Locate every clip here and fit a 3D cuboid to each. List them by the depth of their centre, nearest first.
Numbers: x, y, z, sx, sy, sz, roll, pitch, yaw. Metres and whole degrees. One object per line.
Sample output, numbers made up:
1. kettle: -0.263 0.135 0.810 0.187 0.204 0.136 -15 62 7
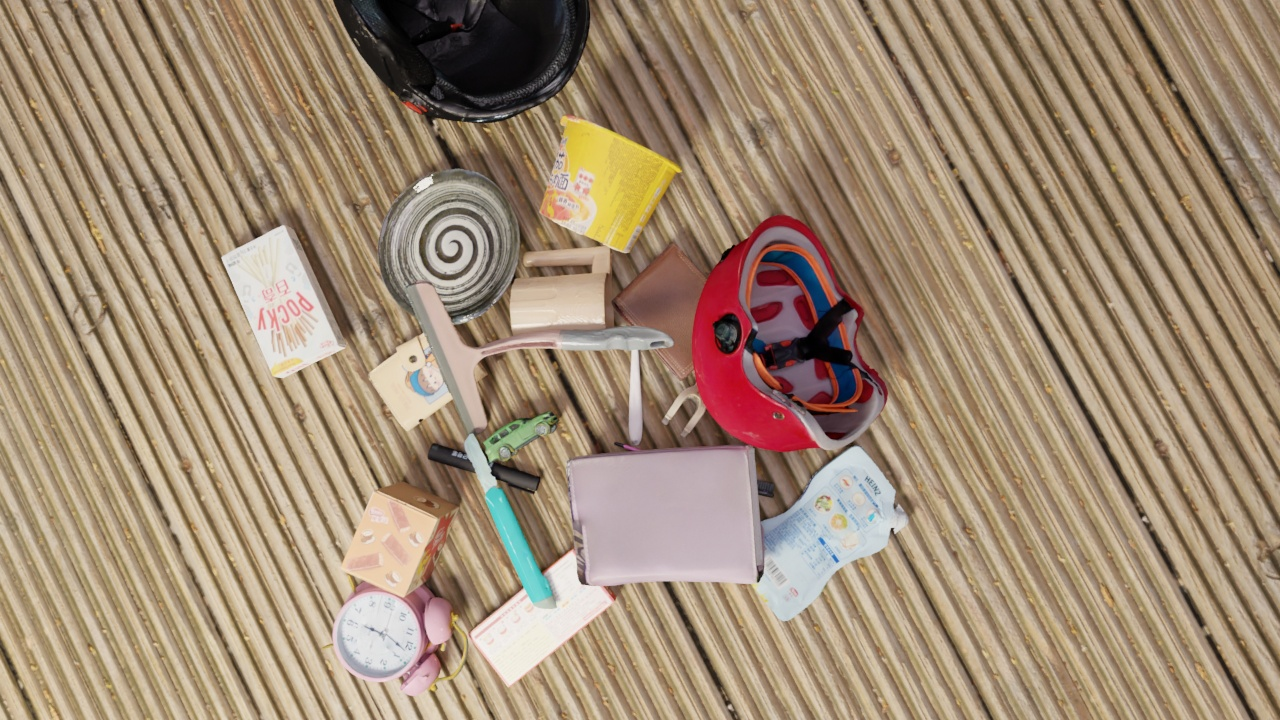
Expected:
1. clip: 0.062 0.040 1.010 0.035 0.092 0.103 36 102 4

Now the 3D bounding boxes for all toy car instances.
1. toy car: -0.134 0.084 1.034 0.091 0.043 0.036 -28 86 3

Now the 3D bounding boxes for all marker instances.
1. marker: -0.179 0.124 1.049 0.132 0.020 0.022 17 106 3

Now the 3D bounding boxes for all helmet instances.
1. helmet: 0.131 -0.015 0.952 0.144 0.206 0.240 -21 84 43
2. helmet: -0.182 -0.365 0.958 0.233 0.230 0.274 -44 94 -5

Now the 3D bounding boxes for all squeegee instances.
1. squeegee: -0.089 -0.016 0.967 0.249 0.248 0.040 -6 49 3

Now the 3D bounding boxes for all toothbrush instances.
1. toothbrush: 0.061 0.119 1.034 0.189 0.014 0.017 18 80 5
2. toothbrush: -0.006 0.006 1.040 0.016 0.016 0.180 -1 89 5

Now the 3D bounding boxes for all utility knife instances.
1. utility knife: -0.148 0.181 1.027 0.029 0.013 0.216 -26 84 7

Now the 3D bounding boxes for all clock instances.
1. clock: -0.269 0.309 1.031 0.158 0.060 0.117 19 91 3

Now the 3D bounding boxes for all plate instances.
1. plate: -0.215 -0.127 1.045 0.180 0.024 0.179 -2 84 17

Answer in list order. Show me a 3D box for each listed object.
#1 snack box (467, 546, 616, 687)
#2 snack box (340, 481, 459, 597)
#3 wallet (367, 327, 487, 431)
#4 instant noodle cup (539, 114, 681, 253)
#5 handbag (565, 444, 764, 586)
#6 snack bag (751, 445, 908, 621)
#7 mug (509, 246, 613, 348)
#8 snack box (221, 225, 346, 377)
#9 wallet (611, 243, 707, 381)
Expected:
1. snack box: -0.111 0.288 1.036 0.156 0.027 0.077 -39 87 2
2. snack box: -0.263 0.195 1.016 0.077 0.093 0.094 23 90 4
3. wallet: -0.247 0.014 1.056 0.115 0.024 0.087 -35 91 4
4. instant noodle cup: -0.039 -0.187 0.995 0.138 0.138 0.110 26 99 4
5. handbag: 0.029 0.166 0.984 0.197 0.098 0.145 -5 81 12
6. snack bag: 0.198 0.191 1.010 0.191 0.039 0.110 -39 81 1
7. mug: -0.085 -0.072 1.023 0.103 0.084 0.124 -2 64 5
8. snack box: -0.409 -0.068 1.054 0.085 0.027 0.156 -26 84 3
9. wallet: 0.042 -0.054 1.023 0.101 0.032 0.124 -43 93 -9
